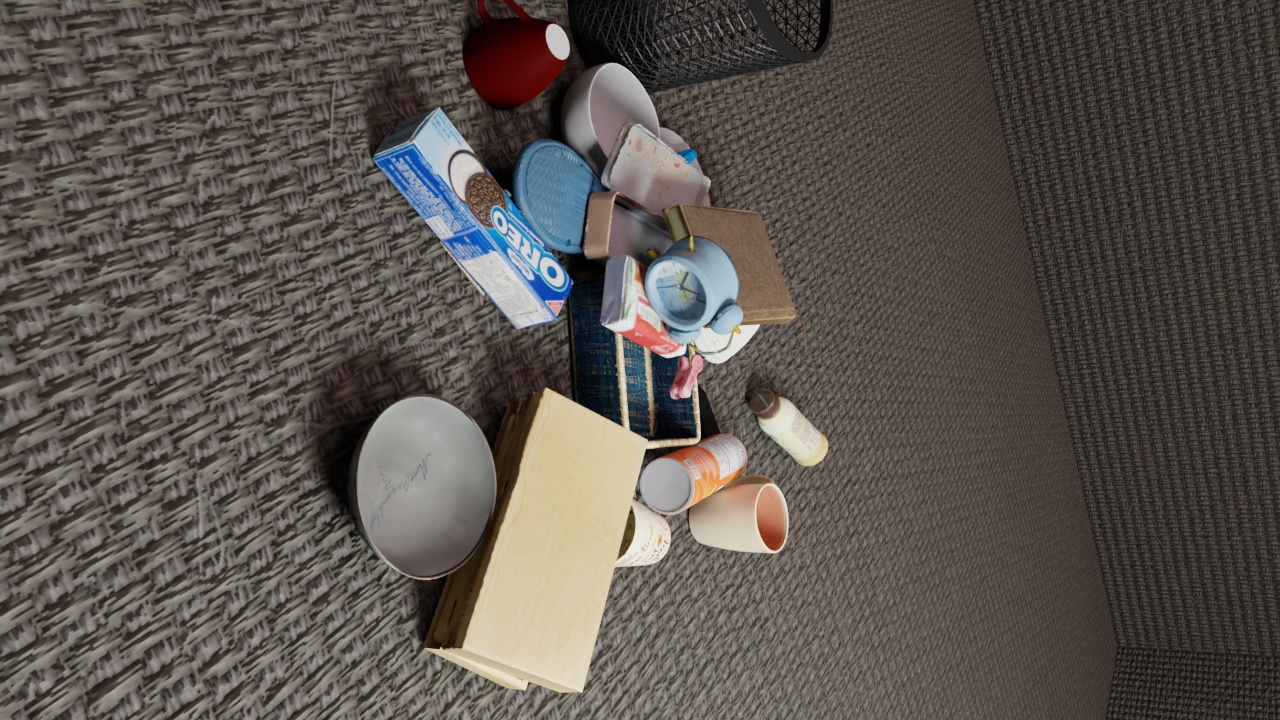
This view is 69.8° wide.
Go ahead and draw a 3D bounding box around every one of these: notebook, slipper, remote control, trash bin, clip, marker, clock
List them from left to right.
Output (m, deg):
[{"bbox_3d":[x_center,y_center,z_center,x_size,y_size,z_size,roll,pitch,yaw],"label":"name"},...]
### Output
[{"bbox_3d":[-0.081,-0.161,0.975,0.213,0.059,0.103,21,74,-65],"label":"slipper"},{"bbox_3d":[0.036,-0.245,1.148,0.122,0.015,0.018,-36,113,-49],"label":"marker"},{"bbox_3d":[0.045,0.018,1.023,0.022,0.038,0.058,54,43,-37],"label":"clip"},{"bbox_3d":[0.062,-0.418,1.054,0.216,0.244,0.216,14,73,-52],"label":"trash bin"},{"bbox_3d":[0.055,-0.064,0.925,0.051,0.089,0.124,-37,109,-46],"label":"clock"},{"bbox_3d":[0.091,0.096,1.195,0.039,0.010,0.125,-33,110,-51],"label":"remote control"},{"bbox_3d":[0.119,-0.092,1.086,0.215,0.035,0.190,-9,77,-58],"label":"notebook"}]

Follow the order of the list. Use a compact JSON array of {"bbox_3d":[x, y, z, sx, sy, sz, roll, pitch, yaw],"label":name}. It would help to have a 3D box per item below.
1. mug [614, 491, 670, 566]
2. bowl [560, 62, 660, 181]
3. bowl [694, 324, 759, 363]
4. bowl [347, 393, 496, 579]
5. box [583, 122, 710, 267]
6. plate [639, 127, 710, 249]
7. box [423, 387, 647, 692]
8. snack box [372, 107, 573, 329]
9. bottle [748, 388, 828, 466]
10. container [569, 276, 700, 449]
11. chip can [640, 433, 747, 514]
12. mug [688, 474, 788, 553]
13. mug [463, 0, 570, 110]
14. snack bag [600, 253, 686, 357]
[{"bbox_3d":[-0.020,0.167,0.993,0.097,0.081,0.121,29,39,-56],"label":"mug"},{"bbox_3d":[-0.041,-0.261,1.038,0.131,0.064,0.131,14,73,-52],"label":"bowl"},{"bbox_3d":[0.129,-0.085,1.212,0.177,0.071,0.177,3,86,-59],"label":"bowl"},{"bbox_3d":[-0.193,0.105,0.770,0.150,0.057,0.150,13,74,-52],"label":"bowl"},{"bbox_3d":[0.017,-0.168,1.039,0.216,0.058,0.154,13,88,-62],"label":"box"},{"bbox_3d":[0.035,-0.209,1.170,0.172,0.019,0.172,14,73,-52],"label":"plate"},{"bbox_3d":[-0.105,0.169,0.865,0.140,0.123,0.248,27,59,-22],"label":"box"},{"bbox_3d":[-0.153,-0.128,0.870,0.226,0.060,0.059,53,41,-33],"label":"snack box"},{"bbox_3d":[0.211,0.095,1.321,0.162,0.057,0.056,41,52,-42],"label":"bottle"},{"bbox_3d":[-0.006,0.006,1.030,0.145,0.071,0.187,3,81,-53],"label":"container"},{"bbox_3d":[0.067,0.129,1.073,0.210,0.062,0.062,-8,90,-68],"label":"chip can"},{"bbox_3d":[0.124,0.186,1.145,0.085,0.104,0.111,61,40,-27],"label":"mug"},{"bbox_3d":[-0.122,-0.318,0.919,0.086,0.089,0.114,-54,125,-44],"label":"mug"},{"bbox_3d":[0.007,-0.055,0.965,0.115,0.036,0.077,26,62,-48],"label":"snack bag"}]
